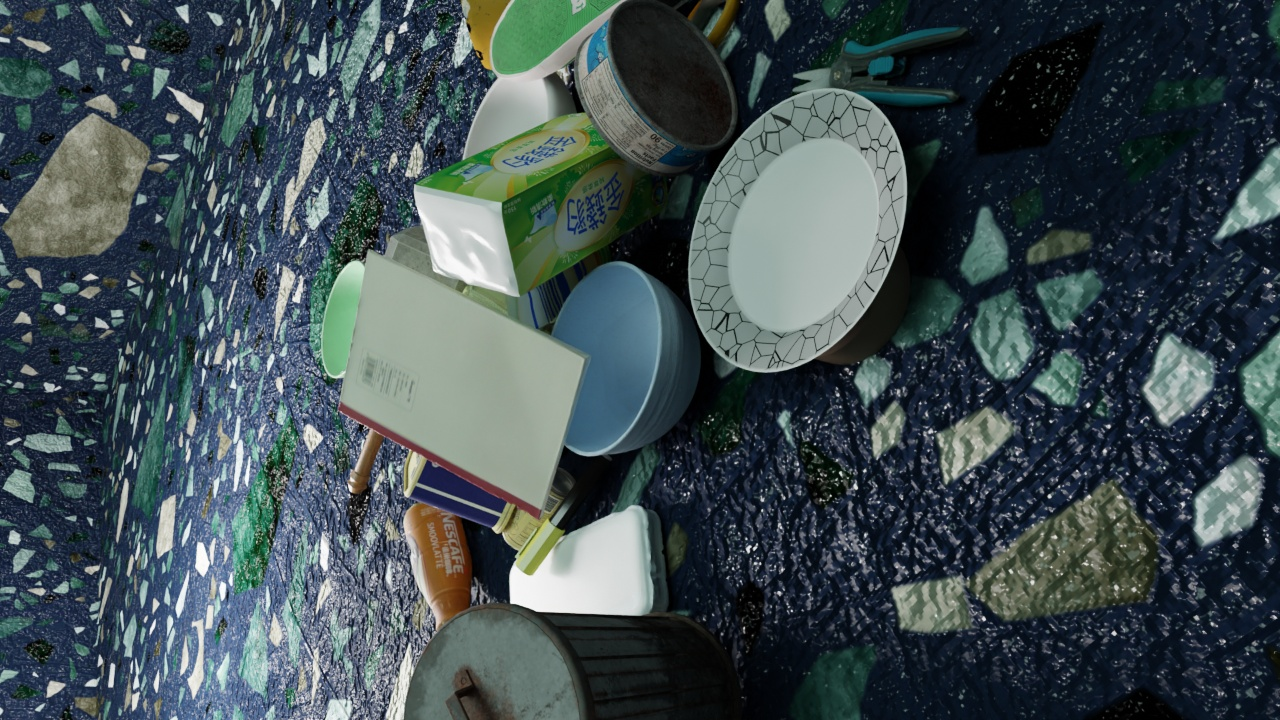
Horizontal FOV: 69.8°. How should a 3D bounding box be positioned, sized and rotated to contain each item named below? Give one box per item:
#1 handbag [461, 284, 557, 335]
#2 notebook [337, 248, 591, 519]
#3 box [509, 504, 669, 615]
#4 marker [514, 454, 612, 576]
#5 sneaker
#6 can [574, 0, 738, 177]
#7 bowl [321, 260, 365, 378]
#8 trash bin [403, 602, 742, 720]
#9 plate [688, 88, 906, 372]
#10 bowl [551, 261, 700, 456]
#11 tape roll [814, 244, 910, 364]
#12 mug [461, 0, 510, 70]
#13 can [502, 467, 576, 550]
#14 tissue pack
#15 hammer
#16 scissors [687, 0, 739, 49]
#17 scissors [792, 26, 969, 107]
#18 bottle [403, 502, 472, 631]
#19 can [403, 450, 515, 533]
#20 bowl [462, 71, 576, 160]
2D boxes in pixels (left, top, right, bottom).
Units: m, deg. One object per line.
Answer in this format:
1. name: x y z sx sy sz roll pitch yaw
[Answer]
1. handbag: -0.155 0.007 0.848 0.113 0.186 0.117 35 152 18
2. notebook: -0.149 0.020 0.737 0.209 0.012 0.153 26 114 16
3. box: -0.045 0.232 0.752 0.209 0.037 0.188 -31 54 45
4. marker: -0.066 0.130 0.788 0.021 0.017 0.124 38 96 21
5. sneaker: -0.042 -0.304 0.816 0.236 0.079 0.084 -12 81 43
6. can: 0.014 -0.211 0.711 0.044 0.129 0.129 -28 59 45
7. bowl: -0.346 -0.047 1.174 0.151 0.077 0.150 -18 66 49
8. trash bin: -0.037 0.219 0.570 0.131 0.211 0.130 -9 72 30
9. plate: 0.100 -0.084 0.605 0.189 0.016 0.188 -21 63 48
10. bowl: -0.004 0.004 0.722 0.151 0.074 0.150 -19 65 48
11. tape roll: 0.128 -0.046 0.600 0.094 0.030 0.093 -18 66 49
12. mug: -0.121 -0.349 0.931 0.094 0.123 0.100 -11 88 8
13. can: -0.092 0.135 0.829 0.080 0.038 0.038 -53 44 29
14. tissue pack: -0.071 -0.106 0.755 0.120 0.197 0.141 23 133 40
15. hammer: -0.255 0.010 0.979 0.162 0.083 0.318 -79 14 -72
16. scissors: 0.005 -0.265 0.832 0.226 0.016 0.216 -46 47 35
17. scissors: 0.159 -0.195 0.611 0.144 0.019 0.126 -46 52 43
18. bottle: -0.196 0.219 0.924 0.059 0.059 0.167 -52 45 30
19. can: -0.168 0.106 0.860 0.056 0.092 0.116 -64 18 5
20. bowl: -0.111 -0.206 0.923 0.177 0.066 0.176 -18 66 49
